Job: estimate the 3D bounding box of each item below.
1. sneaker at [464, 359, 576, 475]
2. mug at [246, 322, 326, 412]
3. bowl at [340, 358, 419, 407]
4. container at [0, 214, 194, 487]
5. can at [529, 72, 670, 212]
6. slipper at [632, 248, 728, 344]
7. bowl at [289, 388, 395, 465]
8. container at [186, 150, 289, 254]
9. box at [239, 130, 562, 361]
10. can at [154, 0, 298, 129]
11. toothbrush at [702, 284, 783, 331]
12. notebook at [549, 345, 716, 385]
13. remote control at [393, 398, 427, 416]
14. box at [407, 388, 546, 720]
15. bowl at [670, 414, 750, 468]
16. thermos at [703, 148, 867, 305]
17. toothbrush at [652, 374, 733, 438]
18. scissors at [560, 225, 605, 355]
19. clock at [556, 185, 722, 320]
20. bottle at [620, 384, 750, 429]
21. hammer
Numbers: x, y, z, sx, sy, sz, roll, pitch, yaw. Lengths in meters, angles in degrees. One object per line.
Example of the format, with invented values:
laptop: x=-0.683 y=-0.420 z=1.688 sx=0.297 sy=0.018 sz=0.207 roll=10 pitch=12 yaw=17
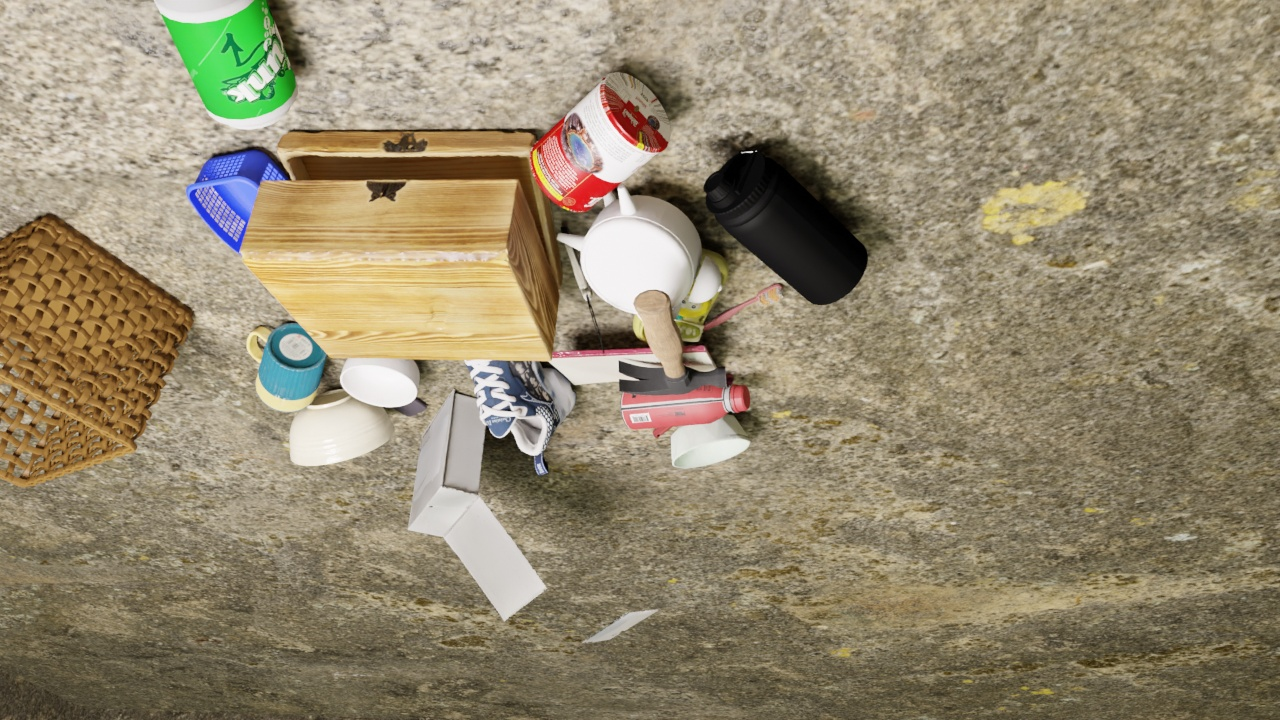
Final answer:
sneaker: x=-0.179 y=0.035 z=1.210 sx=0.103 sy=0.132 sz=0.269 roll=-11 pitch=137 yaw=23
mug: x=-0.490 y=0.000 z=1.256 sx=0.113 sy=0.083 sz=0.108 roll=39 pitch=139 yaw=1
bowl: x=-0.358 y=0.016 z=1.275 sx=0.105 sy=0.054 sz=0.105 roll=2 pitch=145 yaw=1
container: x=-0.764 y=-0.004 z=1.159 sx=0.252 sy=0.213 sz=0.219 roll=-16 pitch=139 yaw=26
can: x=-0.040 y=-0.211 z=0.897 sx=0.086 sy=0.086 sz=0.117 roll=30 pitch=138 yaw=-30
slipper: x=0.040 y=-0.060 z=1.104 sx=0.091 sy=0.081 sz=0.191 roll=15 pitch=145 yaw=-10
bowl: x=-0.441 y=0.087 z=1.331 sx=0.151 sy=0.150 sz=0.075 roll=-7 pitch=108 yaw=15
container: x=-0.430 y=-0.175 z=1.017 sx=0.096 sy=0.058 sz=0.114 roll=-6 pitch=143 yaw=15
box: x=-0.239 y=-0.112 z=1.013 sx=0.279 sy=0.167 sz=0.245 roll=0 pitch=151 yaw=6
can: x=-0.373 y=-0.287 z=0.833 sx=0.088 sy=0.087 sz=0.140 roll=3 pitch=144 yaw=3
toothbrush: x=0.104 y=-0.052 z=1.161 sx=0.185 sy=0.015 sz=0.015 roll=-26 pitch=141 yaw=37
notebook: x=-0.007 y=0.007 z=1.210 sx=0.209 sy=0.012 sz=0.153 roll=-2 pitch=165 yaw=11
remote control: x=-0.374 y=0.047 z=1.356 sx=0.047 sy=0.009 sz=0.124 roll=-22 pitch=136 yaw=32
box: x=-0.235 y=0.287 z=1.311 sx=0.119 sy=0.478 sz=0.167 roll=-5 pitch=154 yaw=-34
bowl: x=0.095 y=0.108 z=1.329 sx=0.117 sy=0.061 sz=0.117 roll=-13 pitch=158 yaw=-6
thermos: x=0.148 y=-0.145 z=0.967 sx=0.086 sy=0.086 sz=0.198 roll=-27 pitch=133 yaw=36
toothbrush: x=0.074 y=0.071 z=1.330 sx=0.016 sy=0.016 sz=0.190 roll=23 pitch=140 yaw=-24
scissors: x=-0.065 y=-0.084 z=1.033 sx=0.012 sy=0.163 sz=0.154 roll=-19 pitch=105 yaw=3
clock: x=0.005 y=-0.116 z=0.999 sx=0.161 sy=0.072 sz=0.126 roll=43 pitch=132 yaw=-19
bottle: x=0.063 y=0.058 z=1.262 sx=0.177 sy=0.062 sz=0.062 roll=-6 pitch=143 yaw=25
hammer: x=0.025 y=-0.014 z=1.046 sx=0.132 sy=0.040 sz=0.305 roll=-4 pitch=163 yaw=7
